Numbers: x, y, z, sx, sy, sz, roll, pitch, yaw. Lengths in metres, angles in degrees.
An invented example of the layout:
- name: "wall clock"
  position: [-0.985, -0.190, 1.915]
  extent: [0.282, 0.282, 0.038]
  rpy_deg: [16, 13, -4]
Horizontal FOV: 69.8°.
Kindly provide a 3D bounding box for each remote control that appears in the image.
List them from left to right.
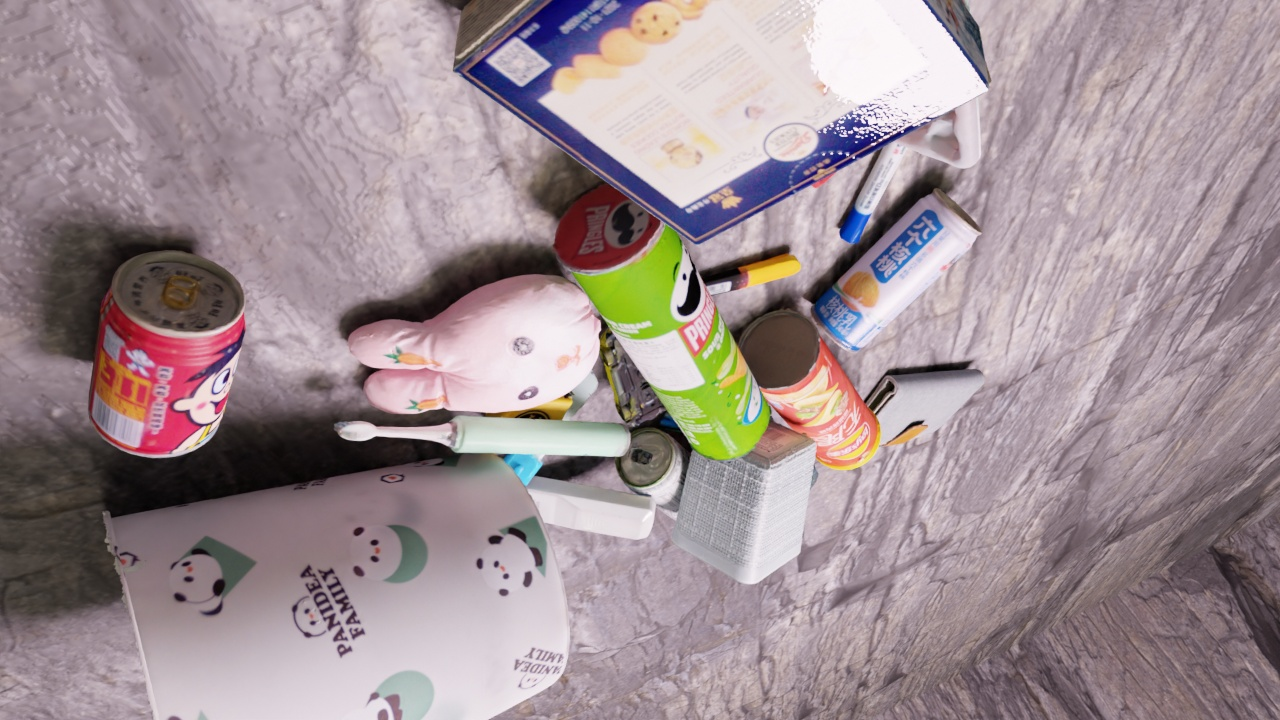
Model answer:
- name: "remote control"
  position: [-0.050, 0.126, 0.783]
  extent: [0.125, 0.024, 0.049]
  rpy_deg: [11, 138, 0]

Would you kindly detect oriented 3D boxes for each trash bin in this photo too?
- name: "trash bin"
  position: [-0.201, 0.179, 0.627]
  extent: [0.251, 0.229, 0.230]
  rpy_deg: [-14, 144, -31]

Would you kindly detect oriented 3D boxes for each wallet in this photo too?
- name: "wallet"
  position: [0.286, 0.054, 0.962]
  extent: [0.129, 0.037, 0.107]
  rpy_deg: [-4, 139, -31]

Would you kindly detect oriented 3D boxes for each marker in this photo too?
- name: "marker"
  position: [0.059, -0.058, 0.672]
  extent: [0.123, 0.015, 0.018]
  rpy_deg: [-16, 143, -14]
- name: "marker"
  position: [0.174, -0.141, 0.638]
  extent: [0.016, 0.017, 0.146]
  rpy_deg: [-10, 142, -26]

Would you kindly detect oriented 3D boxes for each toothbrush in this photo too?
- name: "toothbrush"
  position: [-0.101, 0.053, 0.640]
  extent: [0.224, 0.027, 0.026]
  rpy_deg: [6, 94, -38]

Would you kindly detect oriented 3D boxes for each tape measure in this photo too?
- name: "tape measure"
  position: [-0.087, 0.041, 0.683]
  extent: [0.057, 0.029, 0.060]
  rpy_deg: [6, 126, -39]

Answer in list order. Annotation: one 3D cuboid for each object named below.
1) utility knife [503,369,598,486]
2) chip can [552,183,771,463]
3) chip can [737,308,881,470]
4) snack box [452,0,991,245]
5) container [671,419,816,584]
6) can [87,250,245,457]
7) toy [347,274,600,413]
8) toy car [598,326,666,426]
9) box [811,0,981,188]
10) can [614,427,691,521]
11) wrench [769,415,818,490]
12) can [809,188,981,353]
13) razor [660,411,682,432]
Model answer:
- name: "utility knife"
  position: [-0.100, 0.087, 0.739]
  extent: [0.235, 0.034, 0.018]
  rpy_deg: [-51, -176, 28]
- name: "chip can"
  position: [0.024, -0.015, 0.619]
  extent: [0.072, 0.072, 0.236]
  rpy_deg: [-30, 138, 3]
- name: "chip can"
  position: [0.152, 0.032, 0.805]
  extent: [0.073, 0.073, 0.216]
  rpy_deg: [-35, 145, 10]
- name: "snack box"
  position: [0.039, -0.146, 0.430]
  extent: [0.178, 0.045, 0.182]
  rpy_deg: [-24, 143, 35]
- name: "container"
  position: [0.090, 0.111, 0.782]
  extent: [0.089, 0.090, 0.112]
  rpy_deg: [-19, 124, -47]
- name: "can"
  position: [-0.246, -0.003, 0.477]
  extent: [0.066, 0.066, 0.094]
  rpy_deg: [1, 137, -36]
- name: "toy"
  position: [-0.103, -0.004, 0.596]
  extent: [0.159, 0.054, 0.121]
  rpy_deg: [-12, 144, -9]
- name: "toy car"
  position: [-0.004, 0.004, 0.692]
  extent: [0.048, 0.032, 0.105]
  rpy_deg: [-27, 136, -13]
- name: "box"
  position: [0.111, -0.160, 0.492]
  extent: [0.110, 0.100, 0.201]
  rpy_deg: [-41, 145, 0]
- name: "can"
  position: [0.032, 0.111, 0.835]
  extent: [0.058, 0.058, 0.146]
  rpy_deg: [-34, 146, 8]
- name: "wrench"
  position: [0.134, 0.091, 0.921]
  extent: [0.056, 0.016, 0.273]
  rpy_deg: [-32, 147, 5]
- name: "can"
  position: [0.198, -0.069, 0.719]
  extent: [0.053, 0.053, 0.135]
  rpy_deg: [13, 129, -45]
- name: "razor"
  position: [0.035, 0.016, 0.745]
  extent: [0.043, 0.022, 0.143]
  rpy_deg: [8, 145, 10]
